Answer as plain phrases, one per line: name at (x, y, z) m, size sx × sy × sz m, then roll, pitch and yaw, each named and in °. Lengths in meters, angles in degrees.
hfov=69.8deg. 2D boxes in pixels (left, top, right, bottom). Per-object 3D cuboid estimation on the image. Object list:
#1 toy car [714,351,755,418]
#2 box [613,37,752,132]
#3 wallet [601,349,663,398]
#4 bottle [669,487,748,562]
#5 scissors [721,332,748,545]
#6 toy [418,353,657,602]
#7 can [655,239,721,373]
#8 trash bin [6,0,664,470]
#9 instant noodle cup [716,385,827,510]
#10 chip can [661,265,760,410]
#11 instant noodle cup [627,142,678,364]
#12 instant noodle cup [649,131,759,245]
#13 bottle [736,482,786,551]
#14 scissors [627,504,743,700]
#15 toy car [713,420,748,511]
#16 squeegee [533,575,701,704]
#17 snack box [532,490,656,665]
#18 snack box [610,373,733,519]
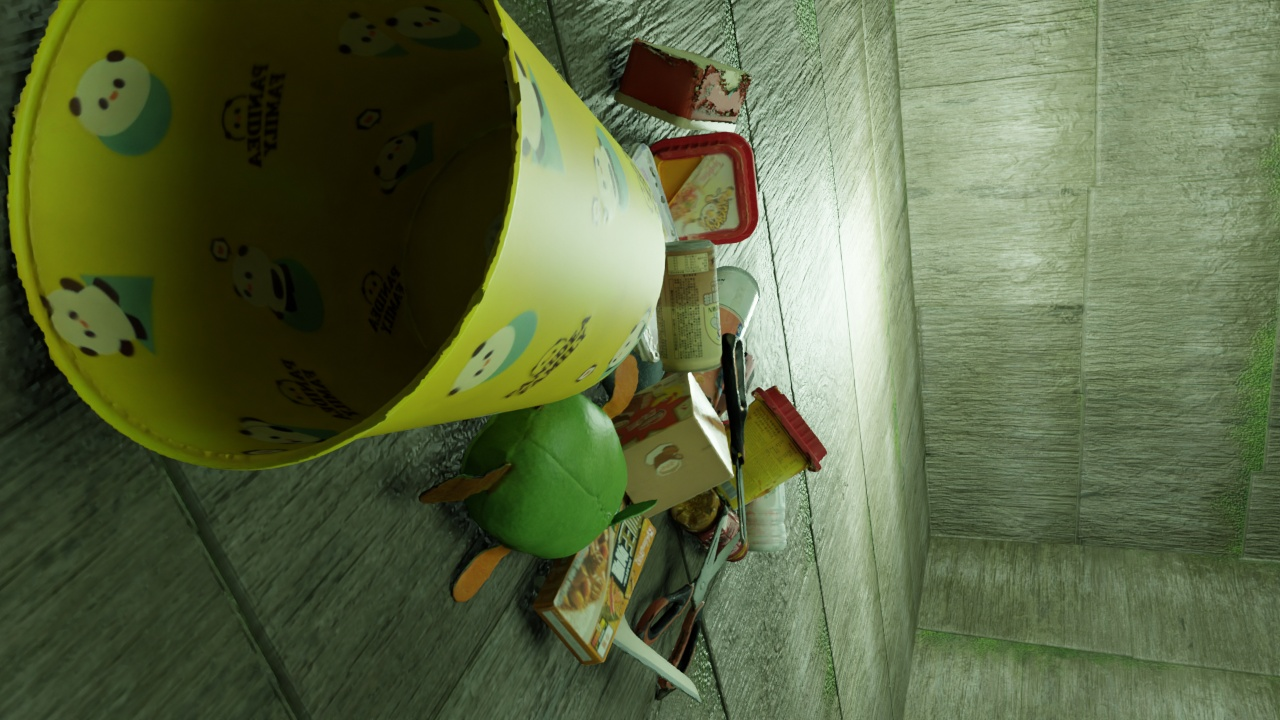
toy car at (0.108, 0.034, 1.098) m, size 0.056 × 0.037 × 0.123 m, roll -57°, pitch 176°, yaw -32°
box at (0.052, -0.286, 0.937) m, size 0.168 × 0.091 × 0.080 m, roll -29°, pitch 142°, yaw -63°
wallet at (-0.006, 0.005, 0.930) m, size 0.120 × 0.019 × 0.097 m, roll -69°, pitch 148°, yaw -42°
bottle at (0.089, 0.198, 1.095) m, size 0.175 × 0.057 × 0.057 m, roll 53°, pitch 44°, yaw -54°
scissors at (0.100, 0.070, 0.923) m, size 0.233 × 0.022 × 0.221 m, roll -83°, pitch 166°, yaw -54°
toy at (-0.068, 0.084, 0.684) m, size 0.226 × 0.090 × 0.247 m, roll -50°, pitch 154°, yaw -13°
can at (0.042, -0.050, 0.837) m, size 0.058 × 0.059 × 0.116 m, roll -28°, pitch 116°, yaw -63°
trash bin at (-0.109, -0.068, 0.456) m, size 0.255 × 0.230 × 0.229 m, roll 8°, pitch 83°, yaw -71°
instant noodle cup at (0.134, 0.105, 1.060) m, size 0.116 × 0.123 × 0.116 m, roll 53°, pitch 0°, yaw 6°
chip can at (0.079, -0.020, 1.054) m, size 0.214 × 0.071 × 0.071 m, roll -63°, pitch 145°, yaw -44°
instant noodle cup at (-0.016, -0.097, 0.851) m, size 0.137 × 0.060 × 0.174 m, roll -67°, pitch 149°, yaw -41°
instant noodle cup at (0.070, -0.190, 0.995) m, size 0.124 × 0.117 × 0.116 m, roll -63°, pitch 147°, yaw -67°
bottle at (0.165, 0.162, 1.262) m, size 0.068 × 0.068 × 0.196 m, roll 17°, pitch 71°, yaw -65°
scissors at (0.055, 0.268, 1.012) m, size 0.226 × 0.015 × 0.189 m, roll -28°, pitch 125°, yaw -44°
toy car at (0.106, 0.130, 1.143) m, size 0.045 × 0.053 × 0.121 m, roll -136°, pitch -143°, yaw -63°
squeegee at (-0.008, 0.172, 0.901) m, size 0.246 × 0.039 × 0.245 m, roll 45°, pitch 41°, yaw -35°
snack box at (-0.036, 0.178, 0.795) m, size 0.075 × 0.026 × 0.153 m, roll 56°, pitch 35°, yaw -22°
snack box at (0.024, 0.075, 0.849) m, size 0.077 × 0.093 × 0.094 m, roll 58°, pitch 13°, yaw -24°
